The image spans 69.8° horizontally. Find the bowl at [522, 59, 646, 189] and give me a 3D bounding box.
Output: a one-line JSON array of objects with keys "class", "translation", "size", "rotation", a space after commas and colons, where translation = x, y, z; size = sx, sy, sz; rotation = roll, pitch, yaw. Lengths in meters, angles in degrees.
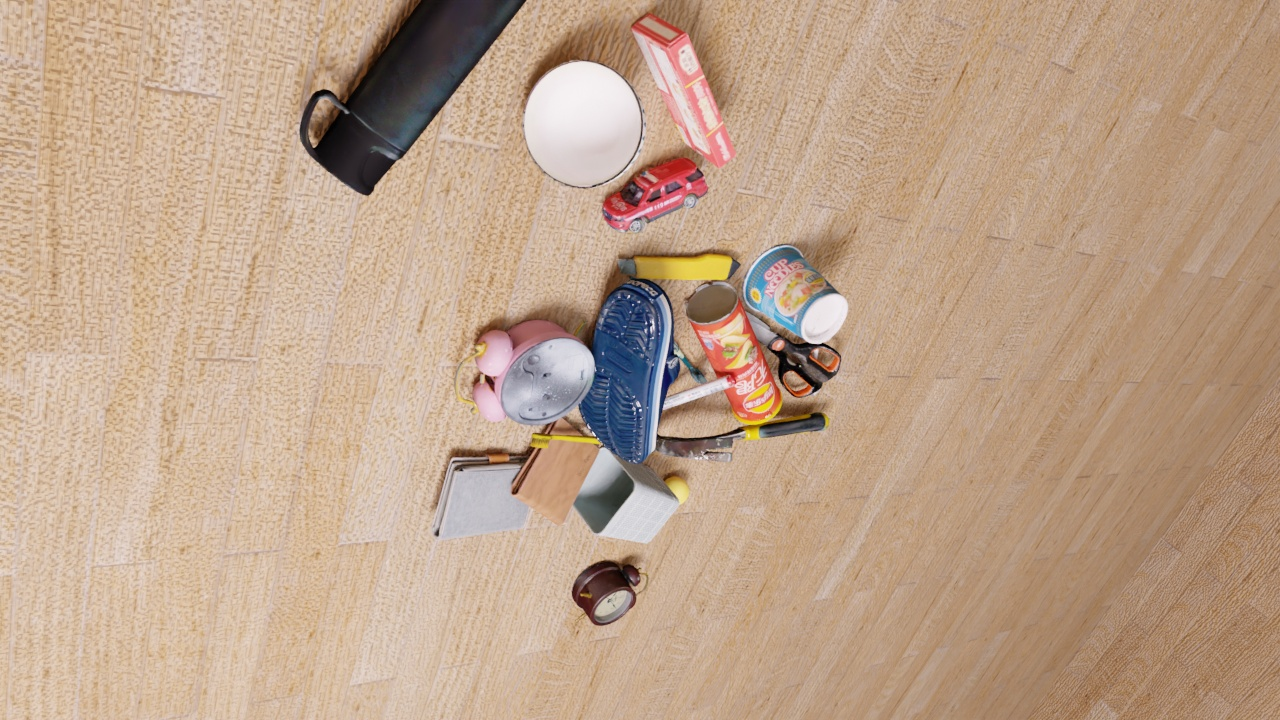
[{"class": "bowl", "translation": [-0.049, -0.226, 0.883], "size": [0.117, 0.116, 0.066], "rotation": [-59, 177, 17]}]

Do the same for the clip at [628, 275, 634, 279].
[{"class": "clip", "translation": [0.002, -0.081, 1.082], "size": [0.055, 0.013, 0.034], "rotation": [15, 114, -39]}]

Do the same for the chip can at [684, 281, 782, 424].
[{"class": "chip can", "translation": [0.124, -0.006, 1.182], "size": [0.073, 0.073, 0.217], "rotation": [-36, 136, -7]}]

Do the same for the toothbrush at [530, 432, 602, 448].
[{"class": "toothbrush", "translation": [-0.066, 0.102, 1.149], "size": [0.189, 0.016, 0.016], "rotation": [8, 95, -50]}]

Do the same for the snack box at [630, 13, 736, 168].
[{"class": "snack box", "translation": [0.045, -0.269, 0.923], "size": [0.025, 0.075, 0.153], "rotation": [-38, 136, -5]}]

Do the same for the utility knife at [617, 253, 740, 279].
[{"class": "utility knife", "translation": [0.045, -0.112, 1.086], "size": [0.176, 0.015, 0.033], "rotation": [-2, 118, -33]}]

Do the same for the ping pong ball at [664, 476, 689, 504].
[{"class": "ping pong ball", "translation": [0.049, 0.185, 1.297], "size": [0.040, 0.040, 0.040], "rotation": [-19, 131, -23]}]

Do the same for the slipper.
[{"class": "slipper", "translation": [-0.007, 0.006, 1.090], "size": [0.095, 0.105, 0.253], "rotation": [-35, 144, -41]}]

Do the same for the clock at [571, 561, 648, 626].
[{"class": "clock", "translation": [-0.042, 0.338, 1.341], "size": [0.121, 0.055, 0.082], "rotation": [-11, 128, -31]}]

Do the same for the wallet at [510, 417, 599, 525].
[{"class": "wallet", "translation": [-0.103, 0.137, 1.145], "size": [0.101, 0.020, 0.115], "rotation": [45, 69, -47]}]

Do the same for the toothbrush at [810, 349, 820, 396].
[{"class": "toothbrush", "translation": [0.251, -0.019, 1.302], "size": [0.016, 0.016, 0.180], "rotation": [-29, 135, -25]}]

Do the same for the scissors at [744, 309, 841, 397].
[{"class": "scissors", "translation": [0.184, -0.006, 1.255], "size": [0.234, 0.021, 0.140], "rotation": [10, 123, -30]}]

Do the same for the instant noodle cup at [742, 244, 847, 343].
[{"class": "instant noodle cup", "translation": [0.200, -0.078, 1.152], "size": [0.099, 0.110, 0.099], "rotation": [-19, 130, -24]}]

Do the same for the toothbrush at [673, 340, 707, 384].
[{"class": "toothbrush", "translation": [0.041, -0.018, 1.153], "size": [0.016, 0.018, 0.191], "rotation": [-42, 136, 0]}]

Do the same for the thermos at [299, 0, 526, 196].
[{"class": "thermos", "translation": [-0.189, -0.256, 0.772], "size": [0.243, 0.068, 0.090], "rotation": [-49, 140, 7]}]

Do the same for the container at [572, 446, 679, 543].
[{"class": "container", "translation": [-0.018, 0.182, 1.217], "size": [0.111, 0.090, 0.090], "rotation": [25, 106, -47]}]

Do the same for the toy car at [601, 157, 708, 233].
[{"class": "toy car", "translation": [0.014, -0.179, 0.988], "size": [0.120, 0.053, 0.045], "rotation": [-30, 133, -16]}]

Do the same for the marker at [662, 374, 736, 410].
[{"class": "marker", "translation": [0.052, 0.047, 1.168], "size": [0.145, 0.017, 0.017], "rotation": [-20, 138, 14]}]

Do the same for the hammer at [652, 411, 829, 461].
[{"class": "hammer", "translation": [0.154, 0.101, 1.267], "size": [0.322, 0.126, 0.032], "rotation": [-4, 97, -42]}]

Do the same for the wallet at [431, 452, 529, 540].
[{"class": "wallet", "translation": [-0.187, 0.161, 1.115], "size": [0.129, 0.037, 0.107], "rotation": [3, 109, -47]}]

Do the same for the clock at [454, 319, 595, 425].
[{"class": "clock", "translation": [-0.132, 0.014, 1.028], "size": [0.158, 0.060, 0.117], "rotation": [-12, 130, -29]}]
